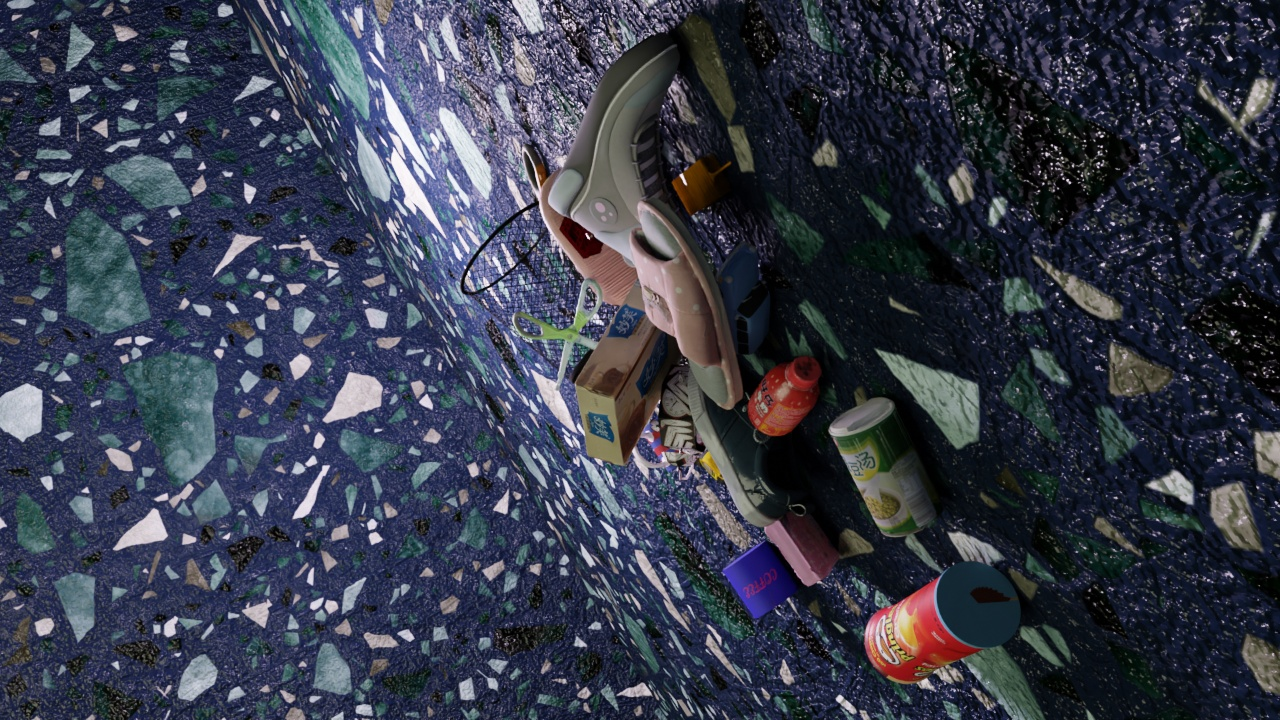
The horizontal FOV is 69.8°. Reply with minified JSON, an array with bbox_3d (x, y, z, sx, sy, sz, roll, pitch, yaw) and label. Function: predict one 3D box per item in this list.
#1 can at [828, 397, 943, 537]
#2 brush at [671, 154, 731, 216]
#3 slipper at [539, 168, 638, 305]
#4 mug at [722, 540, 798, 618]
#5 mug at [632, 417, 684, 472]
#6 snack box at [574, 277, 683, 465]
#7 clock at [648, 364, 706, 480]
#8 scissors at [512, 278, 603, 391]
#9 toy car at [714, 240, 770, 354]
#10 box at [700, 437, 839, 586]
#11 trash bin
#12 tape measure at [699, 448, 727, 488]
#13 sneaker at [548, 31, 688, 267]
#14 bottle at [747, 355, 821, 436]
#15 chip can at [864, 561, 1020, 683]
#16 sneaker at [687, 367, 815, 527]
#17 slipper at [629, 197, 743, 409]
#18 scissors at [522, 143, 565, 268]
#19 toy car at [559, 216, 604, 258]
[{"bbox_3d":[0.237,0.102,0.887,0.121,0.067,0.067,62,161,-10],"label":"can"},{"bbox_3d":[0.070,-0.186,0.943,0.048,0.017,0.126,60,161,-4],"label":"brush"},{"bbox_3d":[-0.067,-0.163,1.228,0.197,0.093,0.081,60,170,-9],"label":"slipper"},{"bbox_3d":[0.182,0.325,1.375,0.083,0.079,0.111,55,-171,11],"label":"mug"},{"bbox_3d":[0.039,0.122,1.353,0.076,0.111,0.075,57,146,6],"label":"mug"},{"bbox_3d":[-0.007,0.007,1.152,0.055,0.206,0.153,18,146,17],"label":"snack box"},{"bbox_3d":[0.054,0.082,1.202,0.065,0.114,0.155,4,102,18],"label":"clock"},{"bbox_3d":[-0.093,-0.034,1.227,0.171,0.021,0.173,21,110,7],"label":"scissors"},{"bbox_3d":[0.108,-0.060,0.976,0.055,0.056,0.153,29,155,23],"label":"toy car"},{"bbox_3d":[0.175,0.175,1.199,0.230,0.062,0.160,55,-171,10],"label":"box"},{"bbox_3d":[-0.119,-0.090,1.316,0.210,0.183,0.184,45,160,7],"label":"trash bin"},{"bbox_3d":[0.115,0.148,1.312,0.064,0.037,0.065,44,171,24],"label":"tape measure"},{"bbox_3d":[0.010,-0.200,0.949,0.160,0.092,0.257,43,143,2],"label":"sneaker"},{"bbox_3d":[0.160,0.034,0.990,0.062,0.061,0.138,54,160,15],"label":"bottle"},{"bbox_3d":[0.306,0.276,0.952,0.087,0.087,0.214,52,160,19],"label":"chip can"},{"bbox_3d":[0.132,0.084,1.098,0.088,0.089,0.235,-37,67,37],"label":"sneaker"},{"bbox_3d":[0.045,-0.047,0.963,0.114,0.054,0.275,42,160,50],"label":"slipper"},{"bbox_3d":[-0.141,-0.235,1.411,0.175,0.016,0.226,55,161,12],"label":"scissors"},{"bbox_3d":[-0.039,-0.206,1.111,0.070,0.061,0.170,51,138,21],"label":"toy car"}]
